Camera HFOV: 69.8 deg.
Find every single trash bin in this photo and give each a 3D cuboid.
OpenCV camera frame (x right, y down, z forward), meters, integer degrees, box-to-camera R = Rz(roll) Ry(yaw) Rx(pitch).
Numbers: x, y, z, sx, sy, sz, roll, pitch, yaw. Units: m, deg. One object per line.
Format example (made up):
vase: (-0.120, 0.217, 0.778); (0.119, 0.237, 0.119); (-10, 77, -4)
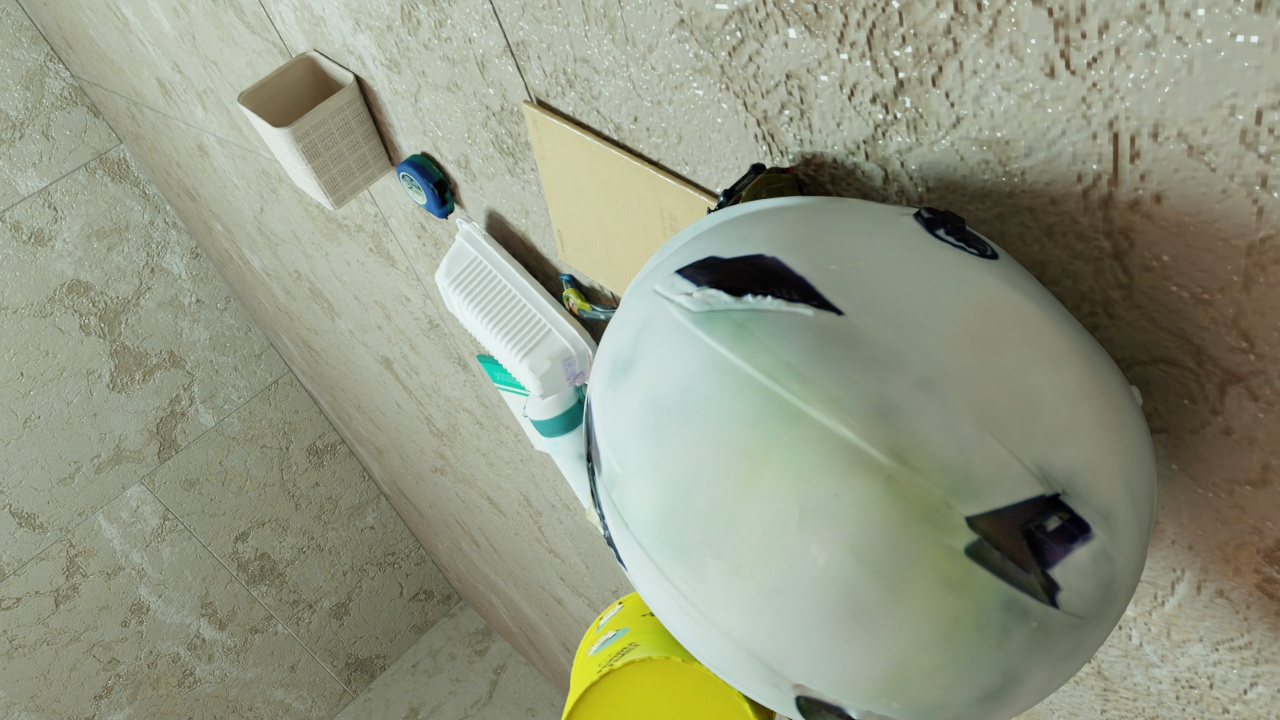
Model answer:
trash bin: (0.026, 0.351, 0.891); (0.229, 0.229, 0.255); (46, 179, 8)

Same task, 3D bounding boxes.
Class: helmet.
helmet: (0.079, 0.053, 0.383); (0.258, 0.145, 0.229); (38, 114, 6)

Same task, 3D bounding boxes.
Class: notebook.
notebook: (0.004, -0.080, 0.627); (0.211, 0.012, 0.150); (34, 153, 30)
notebook: (-0.112, 0.059, 1.063); (0.209, 0.012, 0.150); (8, 133, 59)

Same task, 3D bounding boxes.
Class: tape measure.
tape measure: (-0.197, -0.163, 0.844); (0.058, 0.025, 0.055); (34, 152, 24)

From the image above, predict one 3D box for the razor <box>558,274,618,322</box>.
razor: (-0.033, -0.039, 0.722); (0.043, 0.022, 0.143); (57, 165, -24)

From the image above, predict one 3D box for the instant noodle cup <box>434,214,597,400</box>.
instant noodle cup: (-0.118, -0.037, 0.836); (0.173, 0.060, 0.138); (43, 166, 10)

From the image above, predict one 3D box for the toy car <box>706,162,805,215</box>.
toy car: (0.070, -0.036, 0.504); (0.042, 0.070, 0.158); (29, 153, 37)

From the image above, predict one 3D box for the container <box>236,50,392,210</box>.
container: (-0.306, -0.216, 0.879); (0.090, 0.089, 0.111); (34, 157, 31)

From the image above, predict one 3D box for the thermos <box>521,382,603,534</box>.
thermos: (-0.042, 0.112, 0.951); (0.073, 0.073, 0.224); (15, 140, 54)

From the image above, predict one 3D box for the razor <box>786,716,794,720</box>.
razor: (0.145, 0.291, 0.905); (0.167, 0.068, 0.062); (60, -167, -10)

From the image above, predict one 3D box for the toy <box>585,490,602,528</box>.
toy: (0.003, 0.164, 0.907); (0.157, 0.066, 0.105); (38, -153, -44)
